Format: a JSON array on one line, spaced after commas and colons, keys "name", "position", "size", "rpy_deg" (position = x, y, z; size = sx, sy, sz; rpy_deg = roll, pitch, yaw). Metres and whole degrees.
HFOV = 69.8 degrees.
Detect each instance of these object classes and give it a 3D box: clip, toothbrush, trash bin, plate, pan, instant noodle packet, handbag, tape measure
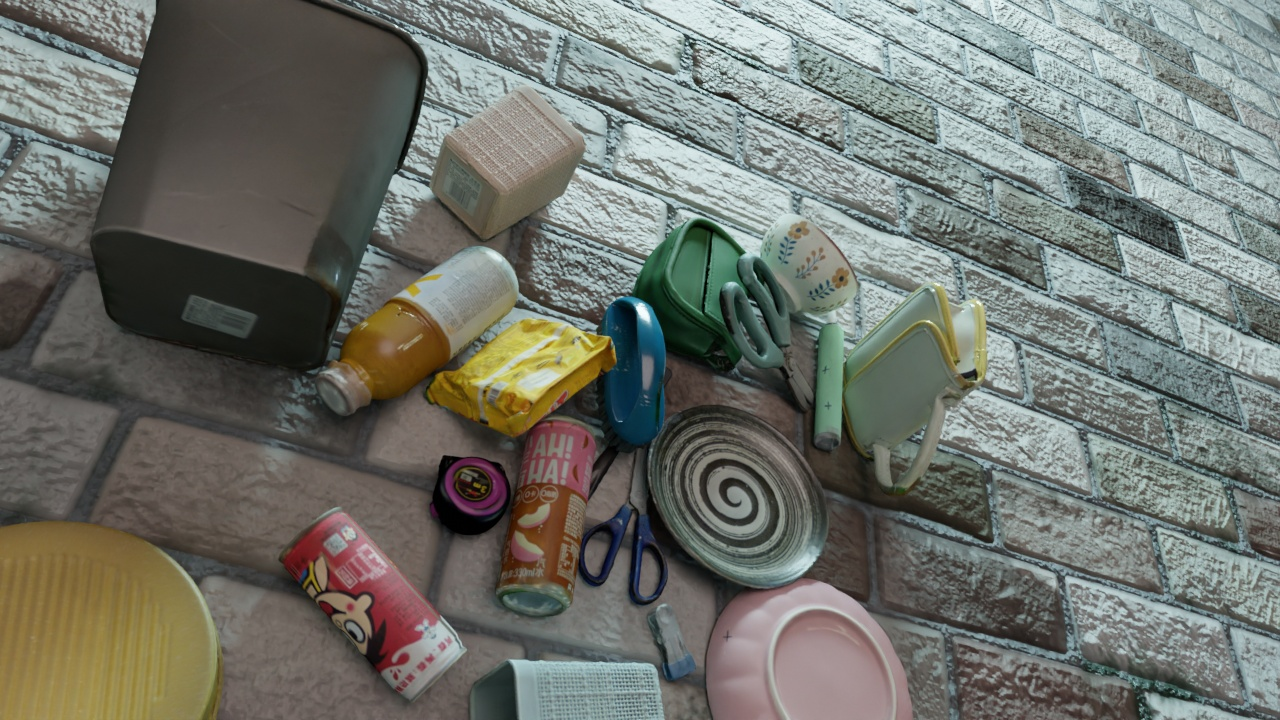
[{"name": "clip", "position": [0.024, 0.219, 0.717], "size": [0.025, 0.032, 0.057], "rpy_deg": [-10, 69, -30]}, {"name": "toothbrush", "position": [-0.018, 0.069, 0.797], "size": [0.015, 0.018, 0.180], "rpy_deg": [36, 52, 1]}, {"name": "trash bin", "position": [-0.282, -0.129, 0.680], "size": [0.199, 0.199, 0.219], "rpy_deg": [14, 62, -18]}, {"name": "plate", "position": [0.083, 0.118, 0.807], "size": [0.179, 0.024, 0.179], "rpy_deg": [16, 50, -20]}, {"name": "pan", "position": [-0.334, 0.257, 0.485], "size": [0.197, 0.078, 0.356], "rpy_deg": [4, 52, -23]}, {"name": "instant noodle packet", "position": [-0.095, 0.012, 0.748], "size": [0.111, 0.044, 0.128], "rpy_deg": [15, 37, 35]}, {"name": "toothbrush", "position": [0.197, -0.006, 0.952], "size": [0.026, 0.027, 0.223], "rpy_deg": [48, 40, -40]}, {"name": "handbag", "position": [0.252, 0.034, 0.866], "size": [0.063, 0.164, 0.178], "rpy_deg": [19, 53, -14]}, {"name": "handbag", "position": [0.059, -0.064, 0.896], "size": [0.120, 0.068, 0.131], "rpy_deg": [35, 48, -15]}, {"name": "tape measure", "position": [-0.129, 0.103, 0.698], "size": [0.057, 0.039, 0.057], "rpy_deg": [9, 51, -23]}, {"name": "plate", "position": [0.146, 0.263, 0.740], "size": [0.192, 0.039, 0.192], "rpy_deg": [14, 54, -20]}]

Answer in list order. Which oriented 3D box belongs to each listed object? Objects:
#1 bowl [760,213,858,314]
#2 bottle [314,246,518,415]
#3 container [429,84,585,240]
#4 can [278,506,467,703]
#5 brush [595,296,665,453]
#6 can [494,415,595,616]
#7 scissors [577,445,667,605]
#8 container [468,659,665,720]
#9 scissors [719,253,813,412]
[{"name": "bowl", "position": [0.162, -0.089, 0.947], "size": [0.062, 0.113, 0.113], "rpy_deg": [-41, 83, -7]}, {"name": "bottle", "position": [-0.177, -0.024, 0.736], "size": [0.068, 0.068, 0.189], "rpy_deg": [43, 50, 3]}, {"name": "container", "position": [-0.127, -0.181, 0.854], "size": [0.090, 0.090, 0.110], "rpy_deg": [44, 52, 4]}, {"name": "can", "position": [-0.180, 0.165, 0.620], "size": [0.133, 0.053, 0.053], "rpy_deg": [46, 50, 5]}, {"name": "brush", "position": [-0.005, 0.005, 0.788], "size": [0.055, 0.074, 0.143], "rpy_deg": [11, 56, -22]}, {"name": "can", "position": [-0.071, 0.118, 0.707], "size": [0.058, 0.058, 0.147], "rpy_deg": [19, 52, -16]}, {"name": "scissors", "position": [0.005, 0.127, 0.773], "size": [0.132, 0.012, 0.172], "rpy_deg": [46, 49, 8]}, {"name": "container", "position": [-0.046, 0.252, 0.614], "size": [0.111, 0.090, 0.090], "rpy_deg": [7, 57, -27]}, {"name": "scissors", "position": [0.123, -0.011, 0.878], "size": [0.142, 0.019, 0.180], "rpy_deg": [-42, 113, -51]}]
